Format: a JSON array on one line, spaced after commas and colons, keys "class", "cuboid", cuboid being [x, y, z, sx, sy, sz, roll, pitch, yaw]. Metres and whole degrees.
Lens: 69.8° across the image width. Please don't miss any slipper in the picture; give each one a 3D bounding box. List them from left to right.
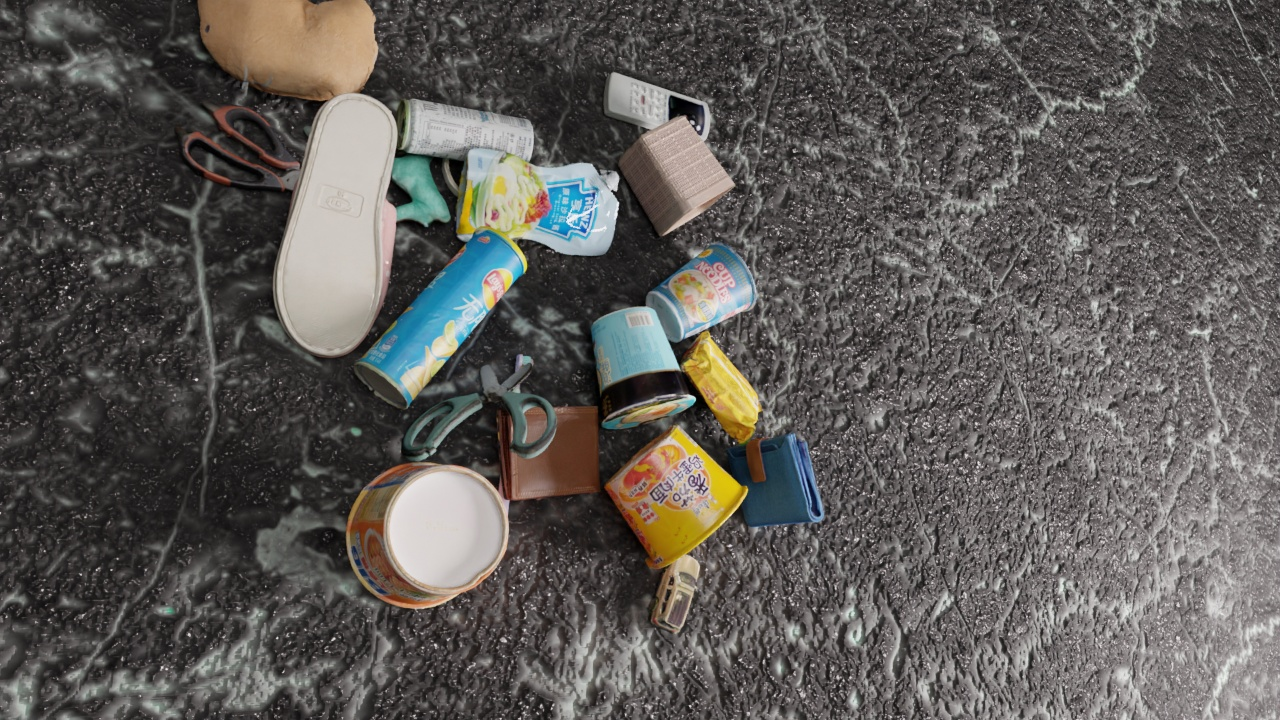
[{"class": "slipper", "cuboid": [-0.311, -0.139, 0.950, 0.114, 0.054, 0.274, 8, 89, -22]}]

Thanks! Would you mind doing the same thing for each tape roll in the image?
[{"class": "tape roll", "cuboid": [-0.187, -0.220, 1.066, 0.085, 0.014, 0.085, 7, 75, -26]}]

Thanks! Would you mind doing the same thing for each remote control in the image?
[{"class": "remote control", "cuboid": [0.023, -0.328, 1.197, 0.150, 0.021, 0.058, 10, 74, -24]}]

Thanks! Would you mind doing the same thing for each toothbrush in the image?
[{"class": "toothbrush", "cuboid": [-0.141, 0.086, 1.014, 0.029, 0.021, 0.189, 39, 54, -65]}]

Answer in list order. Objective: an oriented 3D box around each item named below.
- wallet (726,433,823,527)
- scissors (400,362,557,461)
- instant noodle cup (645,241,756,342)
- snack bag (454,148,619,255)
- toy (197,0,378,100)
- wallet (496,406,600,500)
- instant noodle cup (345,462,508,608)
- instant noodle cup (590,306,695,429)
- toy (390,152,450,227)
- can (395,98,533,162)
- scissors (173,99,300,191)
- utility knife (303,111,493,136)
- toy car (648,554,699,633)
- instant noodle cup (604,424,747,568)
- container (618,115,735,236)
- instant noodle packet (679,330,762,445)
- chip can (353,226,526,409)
[{"class": "wallet", "cuboid": [0.156, 0.143, 1.087, 0.040, 0.133, 0.106, -11, 84, -30]}, {"class": "scissors", "cuboid": [-0.172, 0.064, 0.954, 0.179, 0.170, 0.019, -25, 130, -9]}, {"class": "instant noodle cup", "cuboid": [0.069, -0.077, 1.124, 0.109, 0.099, 0.099, -33, 94, -22]}, {"class": "snack bag", "cuboid": [-0.114, -0.180, 1.058, 0.190, 0.039, 0.110, 4, 106, -25]}, {"class": "toy", "cuboid": [-0.391, -0.348, 0.959, 0.225, 0.083, 0.143, 15, 67, -21]}, {"class": "wallet", "cuboid": [-0.098, 0.101, 1.013, 0.124, 0.032, 0.101, 0, 85, -37]}, {"class": "instant noodle cup", "cuboid": [-0.204, 0.169, 0.907, 0.151, 0.112, 0.151, 7, 75, -26]}, {"class": "instant noodle cup", "cuboid": [-0.006, 0.006, 1.061, 0.111, 0.111, 0.120, -8, 73, -29]}, {"class": "toy", "cuboid": [-0.248, -0.187, 1.016, 0.096, 0.030, 0.092, -29, 90, -38]}, {"class": "can", "cuboid": [-0.196, -0.252, 1.026, 0.146, 0.058, 0.058, 3, 76, -26]}, {"class": "scissors", "cuboid": [-0.366, -0.205, 0.969, 0.206, 0.015, 0.192, -18, 86, -29]}, {"class": "utility knife", "cuboid": [-0.266, -0.262, 1.038, 0.218, 0.022, 0.031, -15, 91, -34]}, {"class": "toy car", "cuboid": [0.043, 0.266, 1.056, 0.042, 0.035, 0.090, 30, 64, -19]}, {"class": "instant noodle cup", "cuboid": [0.033, 0.147, 1.029, 0.137, 0.138, 0.110, -41, 90, -29]}, {"class": "container", "cuboid": [0.040, -0.232, 1.146, 0.089, 0.090, 0.111, -35, 91, -29]}, {"class": "instant noodle packet", "cuboid": [0.100, 0.033, 1.116, 0.128, 0.044, 0.110, 52, 22, -8]}, {"class": "chip can", "cuboid": [-0.210, -0.049, 0.979, 0.071, 0.071, 0.209, 42, 63, -12]}]
